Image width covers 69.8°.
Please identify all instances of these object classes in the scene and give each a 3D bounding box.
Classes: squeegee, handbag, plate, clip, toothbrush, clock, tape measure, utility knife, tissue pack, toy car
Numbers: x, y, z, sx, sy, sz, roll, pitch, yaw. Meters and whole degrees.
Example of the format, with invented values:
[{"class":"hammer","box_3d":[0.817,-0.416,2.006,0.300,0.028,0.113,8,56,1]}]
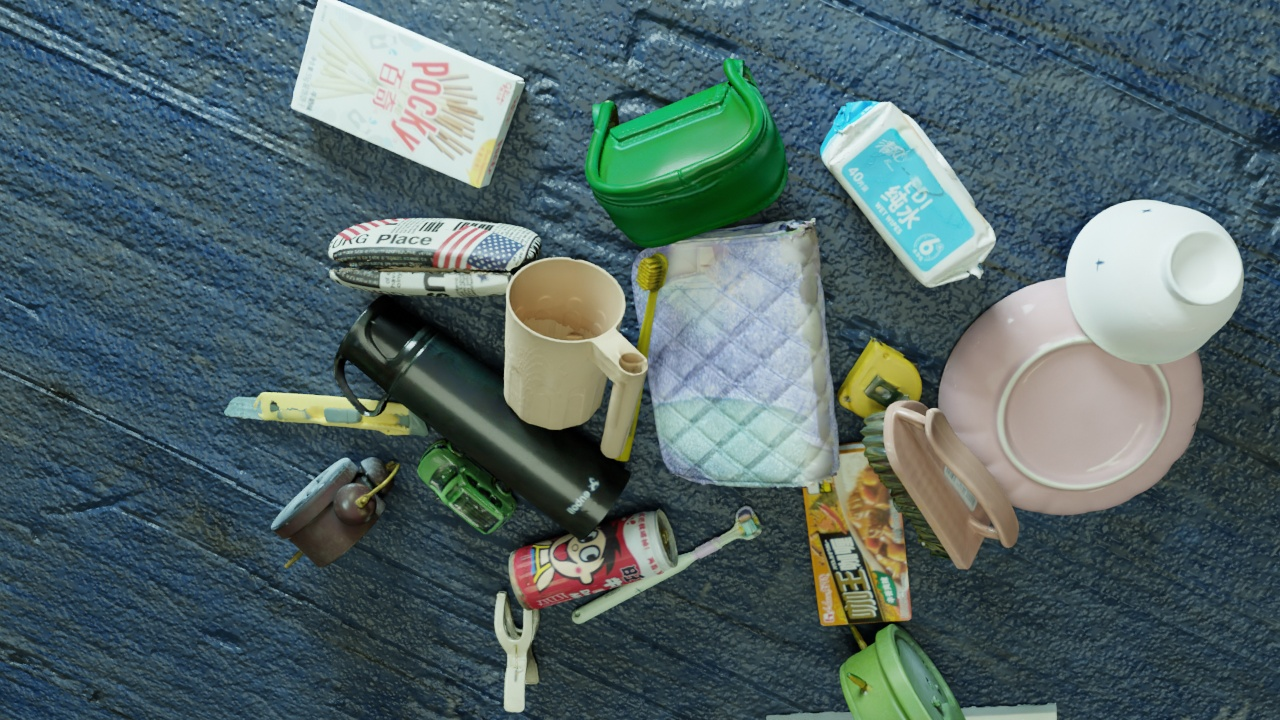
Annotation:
[{"class":"squeegee","box_3d":[0.247,0.426,0.819,0.247,0.039,0.247,-5,107,8]},{"class":"handbag","box_3d":[0.028,-0.148,0.634,0.131,0.120,0.068,-19,147,14]},{"class":"plate","box_3d":[0.326,0.035,0.688,0.192,0.039,0.192,2,107,6]},{"class":"handbag","box_3d":[0.074,-0.005,0.682,0.134,0.075,0.194,0,109,27]},{"class":"clip","box_3d":[-0.108,0.250,0.804,0.034,0.060,0.097,0,96,6]},{"class":"toothbrush","box_3d":[0.018,0.179,0.780,0.190,0.029,0.020,-32,142,16]},{"class":"clock","box_3d":[0.222,0.291,0.736,0.056,0.116,0.161,-37,89,17]},{"class":"tape measure","box_3d":[0.187,0.020,0.706,0.057,0.028,0.060,29,108,-3]},{"class":"utility knife","box_3d":[-0.266,0.044,0.776,0.178,0.019,0.031,5,102,10]},{"class":"toothbrush","box_3d":[-0.004,0.004,0.676,0.016,0.016,0.190,42,138,34]},{"class":"tissue pack","box_3d":[0.183,-0.117,0.632,0.063,0.089,0.140,-38,99,16]},{"class":"clock","box_3d":[-0.248,0.120,0.760,0.122,0.082,0.055,-36,104,16]},{"class":"toy car","box_3d":[-0.147,0.107,0.769,0.091,0.036,0.043,42,108,-3]}]

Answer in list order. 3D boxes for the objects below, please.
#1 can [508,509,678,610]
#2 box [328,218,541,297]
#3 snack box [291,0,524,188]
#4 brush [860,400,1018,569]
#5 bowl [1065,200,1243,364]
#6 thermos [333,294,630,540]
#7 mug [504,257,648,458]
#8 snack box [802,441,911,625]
[{"class":"can","box_3d":[-0.039,0.166,0.764,0.133,0.053,0.053,-18,104,12]},{"class":"box","box_3d":[-0.156,-0.085,0.693,0.164,0.074,0.077,5,102,7]},{"class":"snack box","box_3d":[-0.173,-0.198,0.682,0.157,0.026,0.085,23,108,0]},{"class":"brush","box_3d":[0.223,0.086,0.682,0.073,0.063,0.145,-4,130,52]},{"class":"bowl","box_3d":[0.361,-0.058,0.622,0.118,0.065,0.118,0,87,-2]},{"class":"thermos","box_3d":[-0.130,0.053,0.733,0.242,0.068,0.090,37,100,-4]},{"class":"mug","box_3d":[-0.046,0.002,0.670,0.124,0.084,0.104,44,145,24]},{"class":"snack box","box_3d":[0.175,0.141,0.746,0.075,0.026,0.154,-7,106,9]}]
